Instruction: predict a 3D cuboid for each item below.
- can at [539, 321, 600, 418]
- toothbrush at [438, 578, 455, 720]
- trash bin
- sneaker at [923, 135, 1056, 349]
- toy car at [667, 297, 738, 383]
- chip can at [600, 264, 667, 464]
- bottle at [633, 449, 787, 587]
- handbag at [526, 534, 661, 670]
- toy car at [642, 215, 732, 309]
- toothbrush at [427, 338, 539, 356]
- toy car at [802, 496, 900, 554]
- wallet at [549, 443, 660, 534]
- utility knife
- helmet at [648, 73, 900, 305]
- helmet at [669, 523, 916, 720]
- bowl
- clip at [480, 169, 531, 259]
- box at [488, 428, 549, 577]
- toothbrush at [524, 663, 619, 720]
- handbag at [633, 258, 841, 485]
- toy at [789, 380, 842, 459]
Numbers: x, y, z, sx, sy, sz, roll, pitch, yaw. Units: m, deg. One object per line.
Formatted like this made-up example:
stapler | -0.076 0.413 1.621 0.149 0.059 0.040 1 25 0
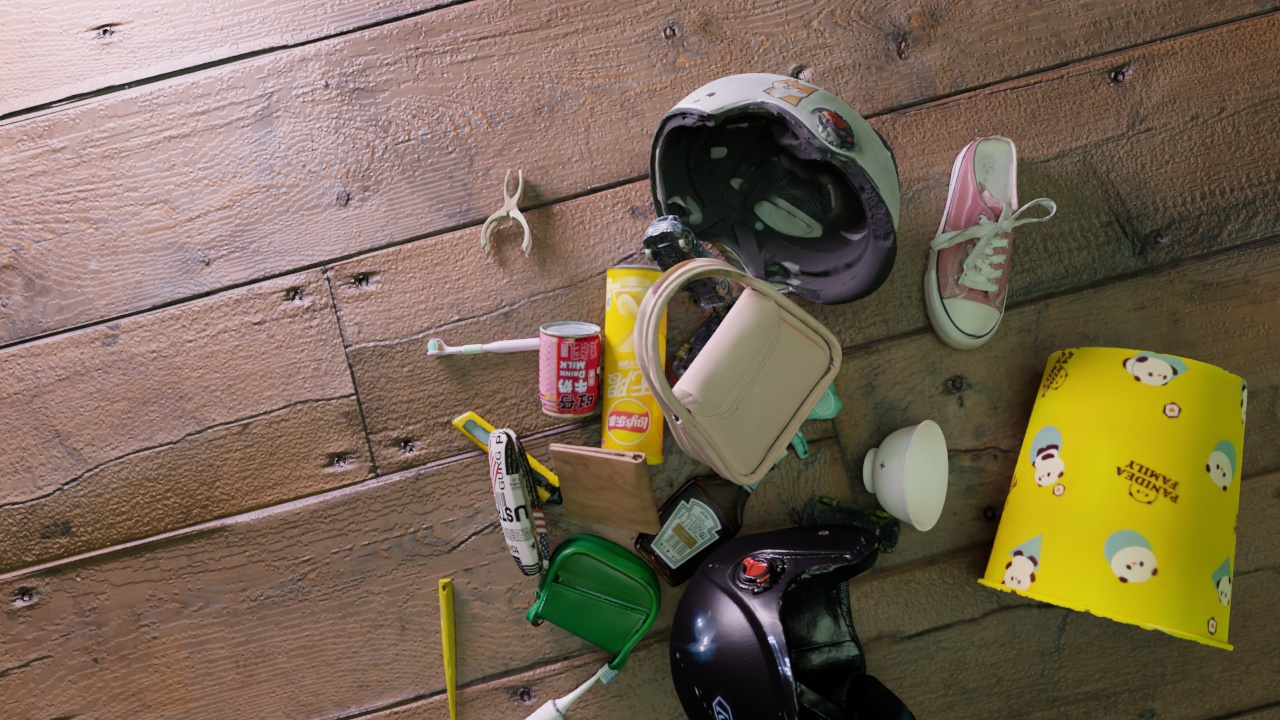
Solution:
can | -0.077 0.010 0.995 0.066 0.066 0.094 2 105 0
toothbrush | -0.212 0.339 1.019 0.016 0.016 0.190 -3 88 0
trash bin | 0.485 0.133 0.929 0.229 0.230 0.255 14 83 0
sneaker | 0.371 -0.133 0.996 0.118 0.088 0.241 10 87 0
toy car | 0.079 -0.017 1.014 0.053 0.045 0.120 42 76 2
chip can | -0.006 0.006 1.001 0.072 0.072 0.213 3 88 0
bottle | 0.082 0.158 1.011 0.195 0.044 0.080 -45 89 -2
handbag | -0.049 0.260 1.001 0.131 0.068 0.120 29 96 0
toy car | 0.052 -0.102 0.974 0.120 0.054 0.036 48 48 -31
toothbrush | -0.143 -0.019 1.029 0.189 0.029 0.021 -3 128 -2
toy car | 0.233 0.181 1.016 0.105 0.032 0.048 12 88 12
wallet | -0.038 0.136 0.981 0.115 0.020 0.101 4 124 25
utility knife | -0.146 0.109 1.026 0.156 0.015 0.033 37 86 1
helmet | 0.152 -0.194 0.950 0.274 0.231 0.156 26 57 10
helmet | 0.138 0.288 0.899 0.231 0.274 0.233 -10 101 27
bowl | 0.281 0.122 0.994 0.065 0.118 0.118 0 88 39
clip | -0.136 -0.156 1.027 0.095 0.035 0.102 31 81 5
box | -0.135 0.153 0.984 0.052 0.069 0.164 -15 88 -14
toothbrush | -0.114 0.403 1.012 0.221 0.027 0.026 -38 67 -1
handbag | 0.084 -0.003 0.927 0.234 0.093 0.193 43 78 -39
toy | 0.181 0.059 1.022 0.092 0.030 0.096 -25 96 4
